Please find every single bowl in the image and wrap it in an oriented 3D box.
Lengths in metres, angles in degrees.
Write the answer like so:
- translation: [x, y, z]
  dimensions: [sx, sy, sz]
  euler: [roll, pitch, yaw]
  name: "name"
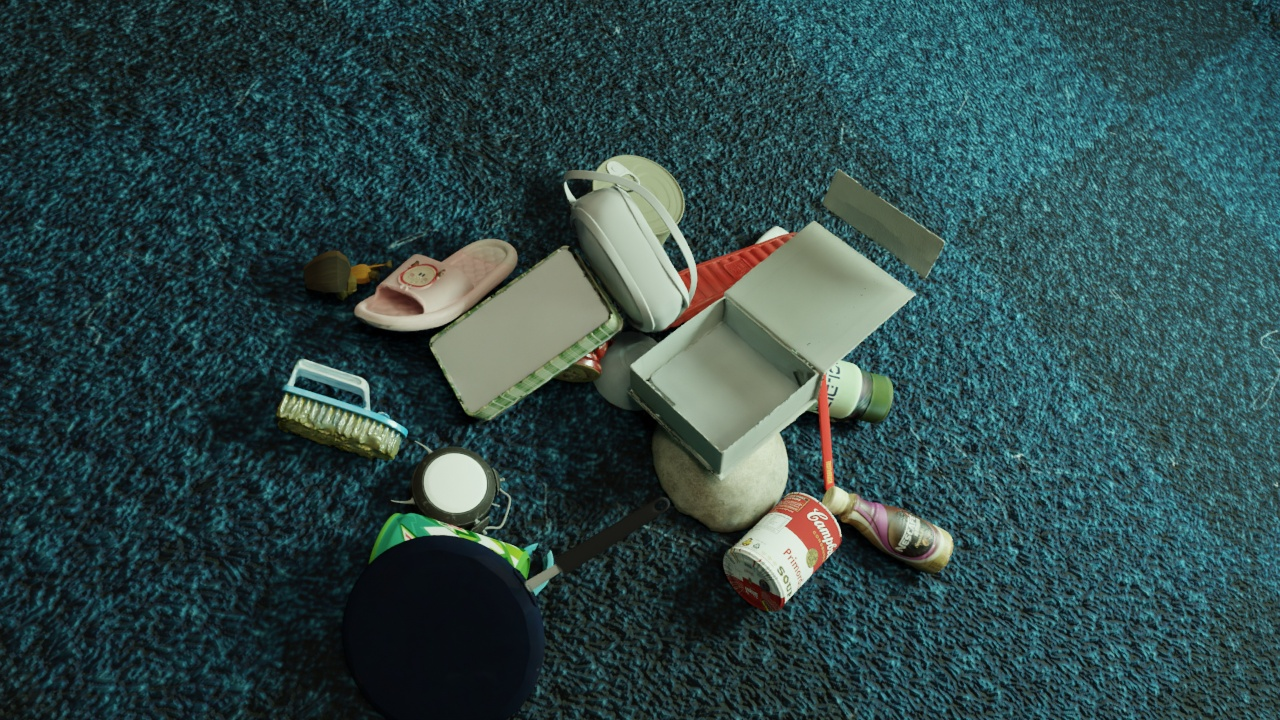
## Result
- translation: [-0.007, 0.007, 1.145]
  dimensions: [0.106, 0.039, 0.106]
  euler: [9, 61, -17]
  name: "bowl"
- translation: [0.109, 0.109, 1.112]
  dimensions: [0.178, 0.081, 0.178]
  euler: [10, 59, -18]
  name: "bowl"

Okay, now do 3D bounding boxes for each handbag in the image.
- translation: [-0.025, -0.130, 1.107]
  dimensions: [0.095, 0.223, 0.216]
  euler: [-33, 97, -9]
  name: "handbag"

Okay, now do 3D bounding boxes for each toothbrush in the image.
- translation: [0.233, 0.063, 1.156]
  dimensions: [0.012, 0.018, 0.212]
  euler: [-7, 98, -11]
  name: "toothbrush"

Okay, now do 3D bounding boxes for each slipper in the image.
- translation: [0.120, -0.094, 1.210]
  dimensions: [0.248, 0.059, 0.103]
  euler: [-26, 34, -8]
  name: "slipper"
- translation: [-0.234, -0.093, 1.082]
  dimensions: [0.107, 0.056, 0.220]
  euler: [22, 41, 32]
  name: "slipper"

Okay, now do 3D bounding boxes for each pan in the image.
- translation: [-0.124, 0.224, 0.864]
  dimensions: [0.357, 0.021, 0.198]
  euler: [-32, 90, 7]
  name: "pan"

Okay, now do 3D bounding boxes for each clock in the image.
- translation: [-0.199, 0.141, 0.997]
  dimensions: [0.122, 0.044, 0.091]
  euler: [21, 58, -10]
  name: "clock"

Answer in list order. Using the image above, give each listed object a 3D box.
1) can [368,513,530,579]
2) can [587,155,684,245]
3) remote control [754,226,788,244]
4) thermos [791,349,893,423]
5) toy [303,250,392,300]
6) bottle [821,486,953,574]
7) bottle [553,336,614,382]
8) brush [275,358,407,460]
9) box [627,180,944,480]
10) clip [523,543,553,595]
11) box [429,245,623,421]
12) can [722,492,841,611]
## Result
- translation: [-0.191, 0.210, 0.924]
  dimensions: [0.144, 0.083, 0.082]
  euler: [17, 57, 6]
  name: "can"
- translation: [-0.013, -0.203, 1.234]
  dimensions: [0.127, 0.073, 0.127]
  euler: [9, 60, -17]
  name: "can"
- translation: [0.183, -0.144, 1.306]
  dimensions: [0.060, 0.028, 0.114]
  euler: [38, 57, 1]
  name: "remote control"
- translation: [0.215, 0.030, 1.199]
  dimensions: [0.231, 0.083, 0.082]
  euler: [14, 59, -13]
  name: "thermos"
- translation: [-0.338, -0.100, 1.063]
  dimensions: [0.100, 0.063, 0.076]
  euler: [-9, 30, -10]
  name: "toy"
- translation: [0.305, 0.207, 1.147]
  dimensions: [0.166, 0.060, 0.059]
  euler: [27, 57, -5]
  name: "bottle"
- translation: [-0.078, -0.039, 1.105]
  dimensions: [0.099, 0.099, 0.111]
  euler: [12, 68, -15]
  name: "bottle"
- translation: [-0.316, 0.055, 0.991]
  dimensions: [0.136, 0.055, 0.075]
  euler: [20, 63, -11]
  name: "brush"
- translation: [0.170, -0.039, 1.092]
  dimensions: [0.367, 0.099, 0.166]
  euler: [-40, 64, -15]
  name: "box"
- translation: [-0.123, 0.255, 0.977]
  dimensions: [0.102, 0.027, 0.119]
  euler: [30, 57, -7]
  name: "clip"
- translation: [-0.131, -0.030, 1.048]
  dimensions: [0.205, 0.051, 0.117]
  euler: [-35, 71, 5]
  name: "box"
- translation: [0.165, 0.222, 1.068]
  dimensions: [0.116, 0.087, 0.086]
  euler: [-36, 80, -33]
  name: "can"
